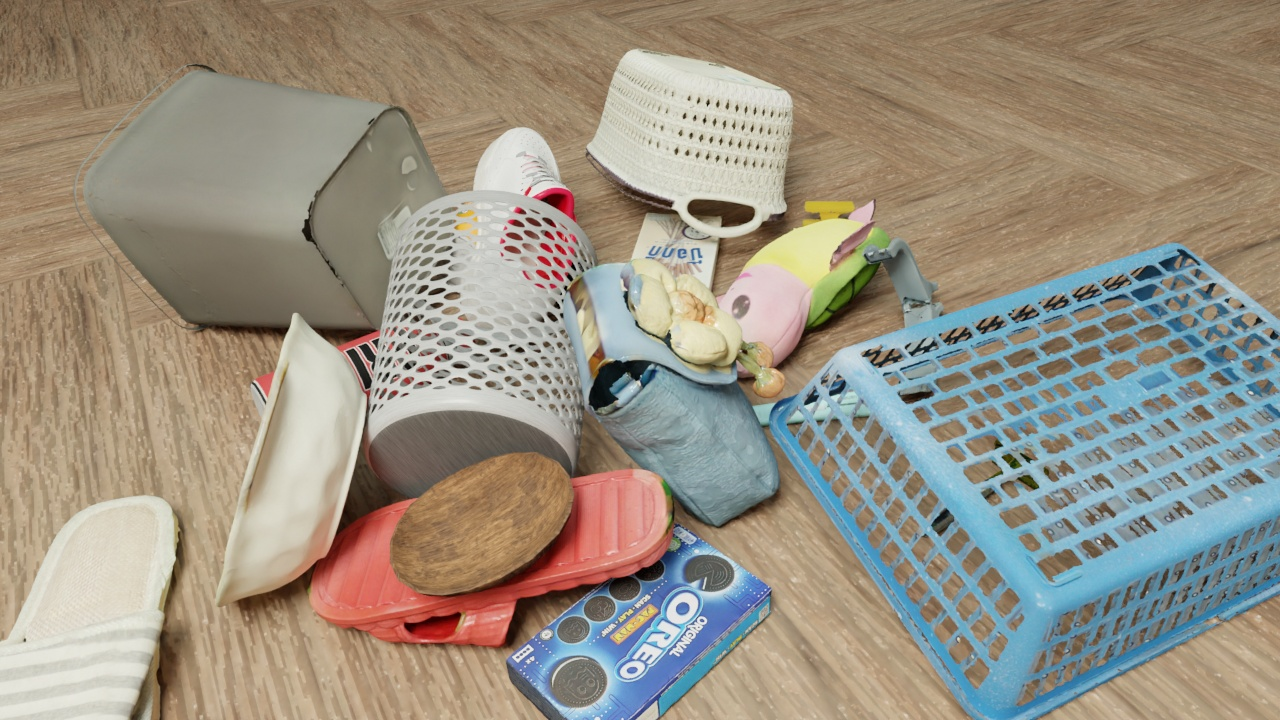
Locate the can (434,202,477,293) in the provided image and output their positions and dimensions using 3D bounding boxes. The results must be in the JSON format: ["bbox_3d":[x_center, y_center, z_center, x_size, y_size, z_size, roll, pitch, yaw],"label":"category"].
[{"bbox_3d":[-0.144,-0.130,0.918,0.079,0.079,0.142,14,40,21],"label":"can"}]

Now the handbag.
[{"bbox_3d":[0.032,0.018,0.611,0.119,0.192,0.121,-33,36,12],"label":"handbag"}]

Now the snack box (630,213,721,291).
[{"bbox_3d":[0.034,-0.100,0.910,0.082,0.026,0.149,4,37,9],"label":"snack box"}]

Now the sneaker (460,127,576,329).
[{"bbox_3d":[-0.095,-0.137,0.827,0.090,0.105,0.236,27,48,-28],"label":"sneaker"}]

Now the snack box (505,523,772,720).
[{"bbox_3d":[0.002,0.166,0.556,0.082,0.027,0.149,28,47,36],"label":"snack box"}]

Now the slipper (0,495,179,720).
[{"bbox_3d":[-0.339,0.175,0.550,0.114,0.054,0.272,-15,37,-8],"label":"slipper"}]

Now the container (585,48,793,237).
[{"bbox_3d":[0.054,-0.234,0.961,0.184,0.143,0.251,5,24,-21],"label":"container"}]

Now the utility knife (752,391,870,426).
[{"bbox_3d":[0.113,0.042,0.727,0.147,0.015,0.022,-7,69,-3],"label":"utility knife"}]

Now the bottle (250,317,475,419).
[{"bbox_3d":[-0.219,0.011,0.748,0.176,0.062,0.062,-25,42,-27],"label":"bottle"}]

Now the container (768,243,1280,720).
[{"bbox_3d":[0.302,0.047,0.606,0.361,0.089,0.257,-17,50,-18],"label":"container"}]

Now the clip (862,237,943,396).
[{"bbox_3d":[0.215,-0.065,0.756,0.031,0.164,0.172,-11,26,27],"label":"clip"}]

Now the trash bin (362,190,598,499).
[{"bbox_3d":[-0.112,-0.002,0.660,0.156,0.157,0.183,-1,52,2],"label":"trash bin"}]

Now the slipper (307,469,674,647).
[{"bbox_3d":[-0.093,0.131,0.582,0.249,0.059,0.103,-12,36,12],"label":"slipper"}]

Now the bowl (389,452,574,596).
[{"bbox_3d":[-0.090,0.102,0.545,0.114,0.026,0.102,-25,36,-8],"label":"bowl"}]

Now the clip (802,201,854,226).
[{"bbox_3d":[0.198,-0.145,0.965,0.054,0.046,0.048,1,4,4],"label":"clip"}]

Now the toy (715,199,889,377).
[{"bbox_3d":[0.143,-0.072,0.809,0.191,0.088,0.237,-20,16,47],"label":"toy"}]

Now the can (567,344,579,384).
[{"bbox_3d":[-0.004,0.004,0.750,0.102,0.055,0.054,9,38,15],"label":"can"}]

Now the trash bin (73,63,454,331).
[{"bbox_3d":[-0.306,-0.132,0.799,0.220,0.198,0.196,9,54,22],"label":"trash bin"}]

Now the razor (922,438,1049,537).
[{"bbox_3d":[0.235,0.095,0.644,0.105,0.026,0.042,-28,46,-24],"label":"razor"}]

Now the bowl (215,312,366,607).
[{"bbox_3d":[-0.220,0.068,0.595,0.060,0.220,0.188,14,72,-19],"label":"bowl"}]

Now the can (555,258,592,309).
[{"bbox_3d":[-0.017,-0.046,0.818,0.138,0.054,0.053,28,46,34],"label":"can"}]
